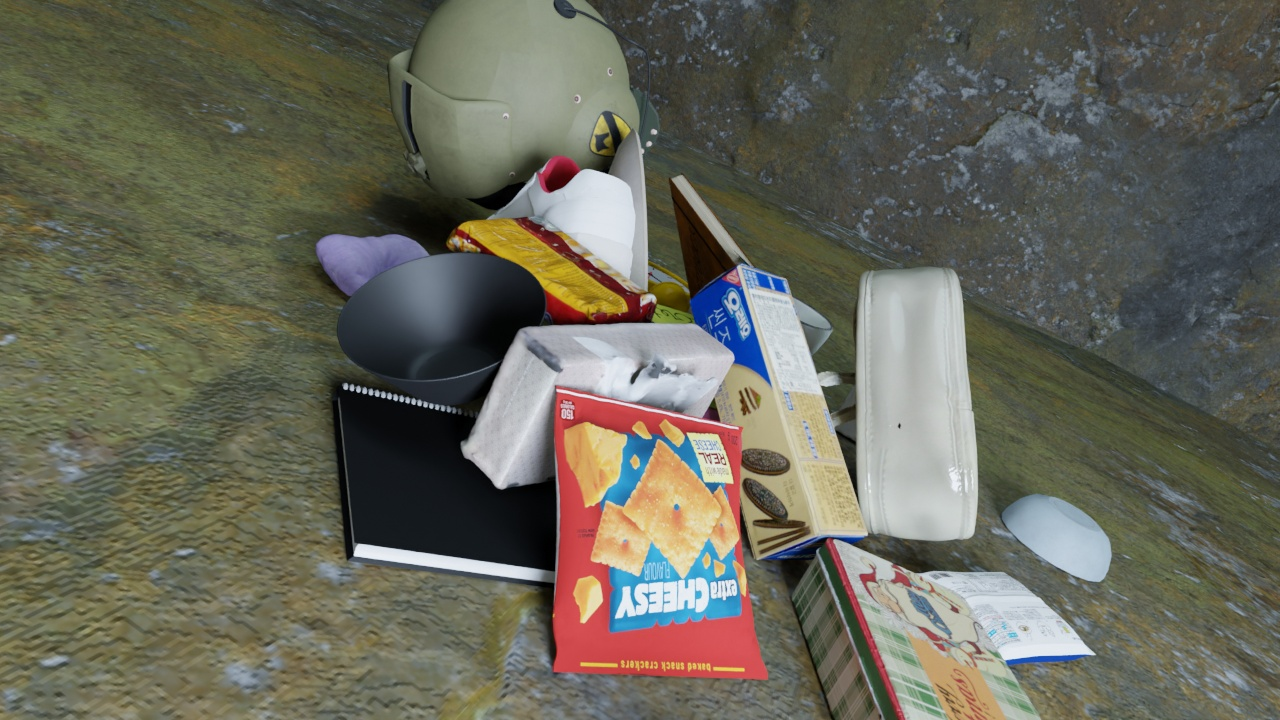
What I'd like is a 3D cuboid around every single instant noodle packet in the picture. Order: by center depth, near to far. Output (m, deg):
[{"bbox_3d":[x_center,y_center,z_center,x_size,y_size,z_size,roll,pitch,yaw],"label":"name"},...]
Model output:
[{"bbox_3d":[-0.059,-0.059,0.632,0.135,0.040,0.098,36,21,18],"label":"instant noodle packet"},{"bbox_3d":[0.265,0.185,0.670,0.134,0.026,0.087,11,24,-37],"label":"instant noodle packet"}]

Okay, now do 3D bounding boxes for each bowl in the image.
[{"bbox_3d":[-0.117,-0.010,0.564,0.124,0.053,0.123,-2,41,1],"label":"bowl"},{"bbox_3d":[0.410,0.164,0.890,0.106,0.039,0.106,23,19,-9],"label":"bowl"},{"bbox_3d":[0.154,-0.037,1.046,0.116,0.066,0.116,23,19,-9],"label":"bowl"}]

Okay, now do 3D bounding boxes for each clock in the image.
[{"bbox_3d":[0.003,-0.078,0.989,0.113,0.052,0.151,26,15,-1],"label":"clock"}]

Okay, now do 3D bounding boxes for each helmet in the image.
[{"bbox_3d":[-0.131,-0.253,0.924,0.232,0.256,0.250,9,23,-48],"label":"helmet"}]

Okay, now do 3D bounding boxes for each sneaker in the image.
[{"bbox_3d":[-0.081,-0.120,0.792,0.090,0.104,0.237,14,-4,-30],"label":"sneaker"}]

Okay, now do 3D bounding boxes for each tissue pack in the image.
[{"bbox_3d":[-0.012,0.025,0.567,0.181,0.104,0.071,1,35,-51],"label":"tissue pack"}]

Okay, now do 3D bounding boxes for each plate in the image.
[{"bbox_3d":[-0.016,-0.113,0.833,0.027,0.189,0.188,-2,23,-5],"label":"plate"}]

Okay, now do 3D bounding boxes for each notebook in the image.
[{"bbox_3d":[-0.072,0.078,0.538,0.206,0.016,0.149,15,23,-28],"label":"notebook"},{"bbox_3d":[0.089,-0.044,0.813,0.014,0.179,0.249,-23,47,-8],"label":"notebook"}]

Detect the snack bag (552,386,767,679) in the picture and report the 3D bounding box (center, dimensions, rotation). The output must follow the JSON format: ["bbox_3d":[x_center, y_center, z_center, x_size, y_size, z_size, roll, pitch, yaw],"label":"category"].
[{"bbox_3d":[0.009,0.093,0.490,0.130,0.039,0.143,14,61,-31],"label":"snack bag"}]

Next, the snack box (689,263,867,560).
[{"bbox_3d":[0.092,0.035,0.648,0.056,0.057,0.206,10,56,-40],"label":"snack box"}]

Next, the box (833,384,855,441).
[{"bbox_3d":[0.275,0.032,0.931,0.103,0.130,0.109,32,22,20],"label":"box"}]

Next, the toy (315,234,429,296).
[{"bbox_3d":[-0.206,-0.073,0.732,0.099,0.037,0.080,-5,45,-48],"label":"toy"}]

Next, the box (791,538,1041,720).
[{"bbox_3d":[0.160,0.186,0.502,0.117,0.050,0.205,22,20,-10],"label":"box"}]

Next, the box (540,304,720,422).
[{"bbox_3d":[-0.004,0.004,0.717,0.220,0.082,0.124,12,24,-32],"label":"box"}]

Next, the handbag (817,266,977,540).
[{"bbox_3d":[0.201,0.030,0.759,0.132,0.229,0.184,0,-9,15],"label":"handbag"}]
